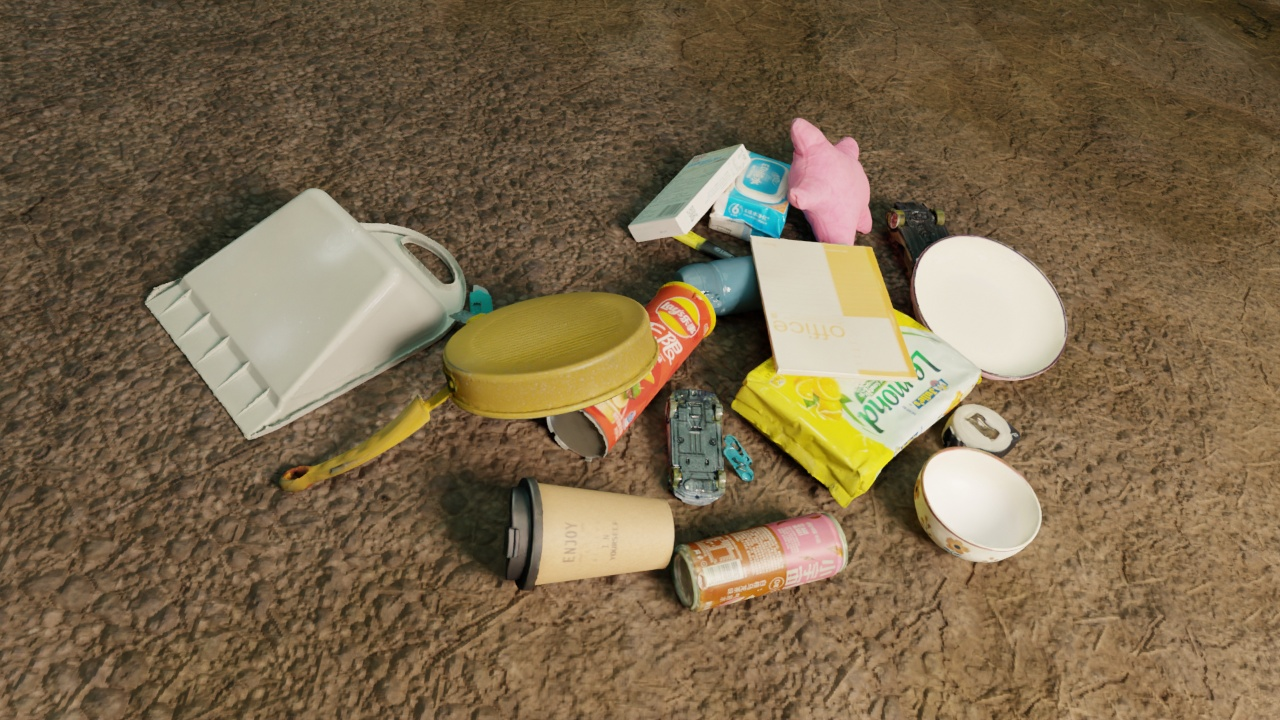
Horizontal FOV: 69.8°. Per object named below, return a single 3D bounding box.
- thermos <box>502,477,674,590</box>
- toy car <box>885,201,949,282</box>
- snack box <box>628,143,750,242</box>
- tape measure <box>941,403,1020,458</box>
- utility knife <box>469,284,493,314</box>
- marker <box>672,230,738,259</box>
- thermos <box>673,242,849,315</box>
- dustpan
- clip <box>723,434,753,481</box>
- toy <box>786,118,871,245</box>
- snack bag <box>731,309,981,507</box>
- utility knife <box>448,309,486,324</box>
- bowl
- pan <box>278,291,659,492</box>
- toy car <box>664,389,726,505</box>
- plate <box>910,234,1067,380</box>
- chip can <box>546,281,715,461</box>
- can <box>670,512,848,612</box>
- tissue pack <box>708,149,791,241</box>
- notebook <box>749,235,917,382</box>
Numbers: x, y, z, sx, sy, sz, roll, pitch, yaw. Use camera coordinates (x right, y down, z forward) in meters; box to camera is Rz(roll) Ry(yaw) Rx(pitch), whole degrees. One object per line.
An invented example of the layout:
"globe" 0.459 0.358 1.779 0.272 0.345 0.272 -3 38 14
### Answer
"thermos" -0.048 0.146 0.772 0.143 0.093 0.093 4 47 -18
"toy car" 0.353 -0.134 1.137 0.070 0.042 0.158 -3 59 -15
"snack box" 0.060 -0.201 1.102 0.085 0.027 0.156 -2 39 48
"tape measure" 0.348 0.079 0.949 0.065 0.034 0.066 -29 60 -34
"utility knife" -0.163 -0.023 0.948 0.029 0.013 0.160 2 47 -17
"marker" 0.086 -0.134 1.101 0.124 0.015 0.018 29 52 13
"thermos" 0.142 -0.088 1.038 0.220 0.070 0.070 -10 51 -20
"dustpan" -0.318 -0.056 0.949 0.257 0.143 0.222 -44 65 -7
"clip" 0.093 0.093 0.873 0.014 0.057 0.046 -19 43 22
"toy" 0.228 -0.199 1.113 0.194 0.075 0.178 -4 85 -52
"snack bag" 0.222 0.033 0.940 0.245 0.068 0.158 -32 60 -32
"utility knife" -0.115 -0.018 0.941 0.173 0.015 0.033 23 39 1
"bowl" 0.308 0.143 0.862 0.113 0.062 0.113 5 49 -6
"pan" -0.153 0.029 0.828 0.357 0.078 0.198 -17 25 -16
"toy car" 0.052 0.082 0.883 0.054 0.037 0.120 4 57 -9
"plate" 0.396 -0.057 1.061 0.192 0.039 0.192 6 61 -11
"chip can" -0.005 0.005 0.915 0.073 0.073 0.215 30 49 15
"can" 0.103 0.173 0.794 0.147 0.058 0.058 -9 51 -20
"tissue pack" 0.145 -0.203 1.143 0.090 0.063 0.139 21 47 7
"notebook" 0.197 -0.058 0.967 0.146 0.010 0.205 4 46 -7
